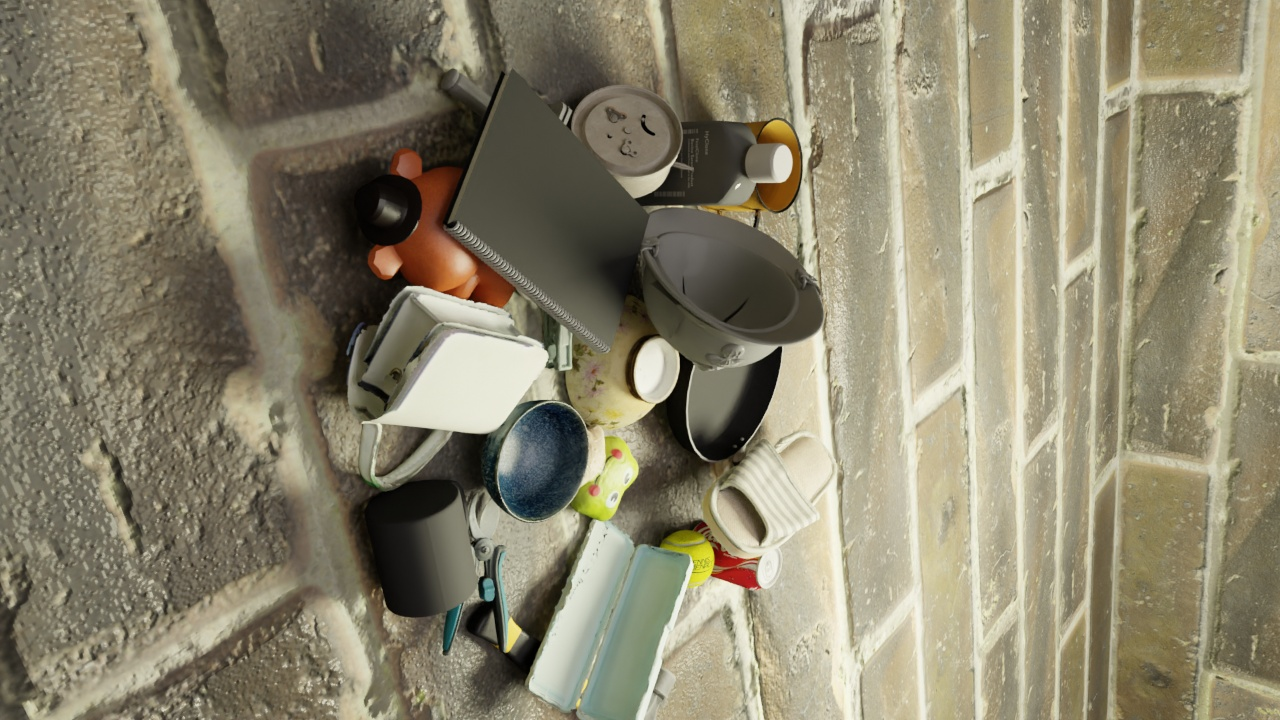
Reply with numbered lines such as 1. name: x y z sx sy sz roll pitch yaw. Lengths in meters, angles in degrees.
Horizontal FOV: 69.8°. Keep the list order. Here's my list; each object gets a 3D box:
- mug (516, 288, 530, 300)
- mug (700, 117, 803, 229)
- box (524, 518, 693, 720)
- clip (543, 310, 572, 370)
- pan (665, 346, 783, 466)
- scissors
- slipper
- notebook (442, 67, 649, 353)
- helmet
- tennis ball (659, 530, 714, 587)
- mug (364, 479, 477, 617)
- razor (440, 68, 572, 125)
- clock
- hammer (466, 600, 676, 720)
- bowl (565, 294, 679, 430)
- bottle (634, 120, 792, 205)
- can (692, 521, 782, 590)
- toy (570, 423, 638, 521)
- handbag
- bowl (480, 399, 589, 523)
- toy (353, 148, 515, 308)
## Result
1. mug: -0.081 -0.107 0.850 0.107 0.071 0.089 -43 128 0
2. mug: 0.112 -0.203 1.019 0.100 0.094 0.123 7 91 -50
3. box: -0.027 0.269 0.943 0.126 0.074 0.197 36 56 -21
4. clip: -0.080 -0.029 0.888 0.023 0.043 0.076 -9 105 -49
5. pan: 0.109 0.079 1.108 0.203 0.044 0.356 -39 134 -38
6. scissors: -0.150 0.207 0.848 0.124 0.019 0.156 -39 107 -30
7. slipper: 0.167 0.148 1.094 0.271 0.054 0.114 -22 78 -52
8. notebook: -0.069 -0.117 0.769 0.206 0.016 0.148 40 57 -46
9. helmet: 0.073 -0.047 0.911 0.183 0.270 0.118 10 122 -14
10. tennis ball: 0.053 0.229 1.060 0.065 0.065 0.065 -12 106 -47
11. mug: -0.178 0.149 0.783 0.113 0.078 0.088 -54 140 -65
12. razor: -0.122 -0.211 0.795 0.116 0.047 0.088 32 73 -39
13. clock: -0.035 -0.196 0.869 0.156 0.061 0.103 -20 71 -16
14. hammer: -0.079 0.344 0.964 0.169 0.034 0.324 -57 133 -23
15. bowl: -0.005 0.006 0.951 0.144 0.063 0.145 -13 108 -47
16. bottle: 0.068 -0.195 0.909 0.046 0.174 0.084 -12 106 -47
17. can: 0.111 0.233 1.097 0.064 0.105 0.064 -12 106 -47
18. toy: -0.049 0.108 0.937 0.092 0.043 0.118 -57 132 -23
19. handbag: -0.178 0.029 0.751 0.176 0.074 0.151 -55 153 12
20. bowl: -0.107 0.088 0.854 0.114 0.061 0.114 -14 110 -45
21. toy: -0.153 -0.102 0.739 0.176 0.096 0.112 27 77 -67
